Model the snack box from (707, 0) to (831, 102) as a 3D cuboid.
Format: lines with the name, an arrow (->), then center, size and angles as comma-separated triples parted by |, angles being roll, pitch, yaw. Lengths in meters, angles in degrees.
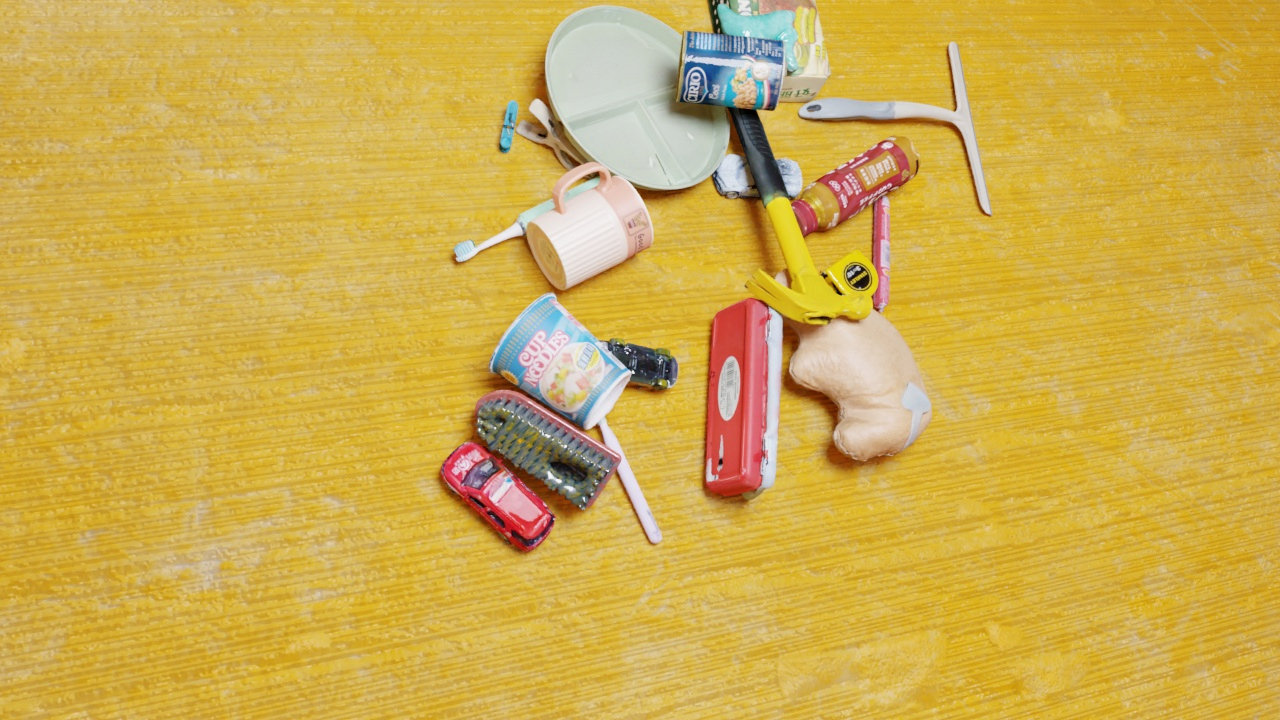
snack box -> 0.145, -0.429, 1.101 | 0.114, 0.063, 0.240 | -4, 75, -17

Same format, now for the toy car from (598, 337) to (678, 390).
toy car -> -0.006, 0.005, 0.938 | 0.090, 0.035, 0.042 | 12, 72, -14

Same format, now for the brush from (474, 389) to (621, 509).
brush -> -0.093, 0.077, 0.875 | 0.146, 0.069, 0.063 | 33, 107, -1

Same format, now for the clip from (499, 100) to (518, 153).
clip -> -0.142, -0.251, 0.987 | 0.014, 0.041, 0.056 | 10, 74, -10

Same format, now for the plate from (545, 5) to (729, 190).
plate -> -0.003, -0.286, 1.010 | 0.230, 0.028, 0.229 | 12, 65, -26

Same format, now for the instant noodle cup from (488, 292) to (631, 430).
instant noodle cup -> -0.071, 0.006, 0.875 | 0.110, 0.099, 0.099 | 37, 67, 9

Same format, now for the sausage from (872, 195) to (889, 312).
sausage -> 0.281, -0.127, 1.068 | 0.020, 0.020, 0.155 | 11, 70, -12

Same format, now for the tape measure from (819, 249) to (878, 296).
tape measure -> 0.238, -0.091, 1.039 | 0.059, 0.029, 0.057 | -35, 84, -22

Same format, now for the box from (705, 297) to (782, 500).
box -> 0.118, 0.039, 0.935 | 0.068, 0.091, 0.201 | 15, 68, -28

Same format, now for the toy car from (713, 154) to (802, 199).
toy car -> 0.135, -0.210, 1.047 | 0.105, 0.031, 0.049 | 0, 71, -14

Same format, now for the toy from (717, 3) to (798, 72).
toy -> 0.140, -0.364, 1.029 | 0.091, 0.030, 0.096 | -18, 84, -15

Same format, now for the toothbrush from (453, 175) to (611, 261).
toothbrush -> -0.097, -0.155, 0.967 | 0.224, 0.026, 0.027 | -30, 126, -21

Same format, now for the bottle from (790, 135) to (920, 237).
bottle -> 0.241, -0.197, 1.055 | 0.174, 0.058, 0.057 | -32, 84, -18

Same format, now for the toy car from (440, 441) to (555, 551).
toy car -> -0.132, 0.126, 0.861 | 0.120, 0.045, 0.052 | 40, 66, 2

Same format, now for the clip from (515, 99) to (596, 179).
clip -> -0.086, -0.235, 0.993 | 0.098, 0.064, 0.034 | 31, 68, -12

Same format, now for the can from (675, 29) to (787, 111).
can -> 0.097, -0.312, 0.991 | 0.111, 0.075, 0.075 | 5, 71, -1

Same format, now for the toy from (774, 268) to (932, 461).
toy -> 0.222, -0.004, 0.980 | 0.143, 0.083, 0.226 | -24, 78, -33

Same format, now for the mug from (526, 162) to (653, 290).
mug -> -0.055, -0.141, 0.931 | 0.105, 0.115, 0.081 | -30, 45, -20

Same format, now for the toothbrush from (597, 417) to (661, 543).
toothbrush -> -0.024, 0.095, 0.914 | 0.029, 0.021, 0.189 | -23, 82, -23

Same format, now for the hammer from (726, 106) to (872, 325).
hammer -> 0.146, -0.169, 0.983 | 0.128, 0.033, 0.300 | -1, 61, -25

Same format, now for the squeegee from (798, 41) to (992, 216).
squeegee -> 0.312, -0.302, 1.121 | 0.246, 0.039, 0.246 | 1, 73, -15
